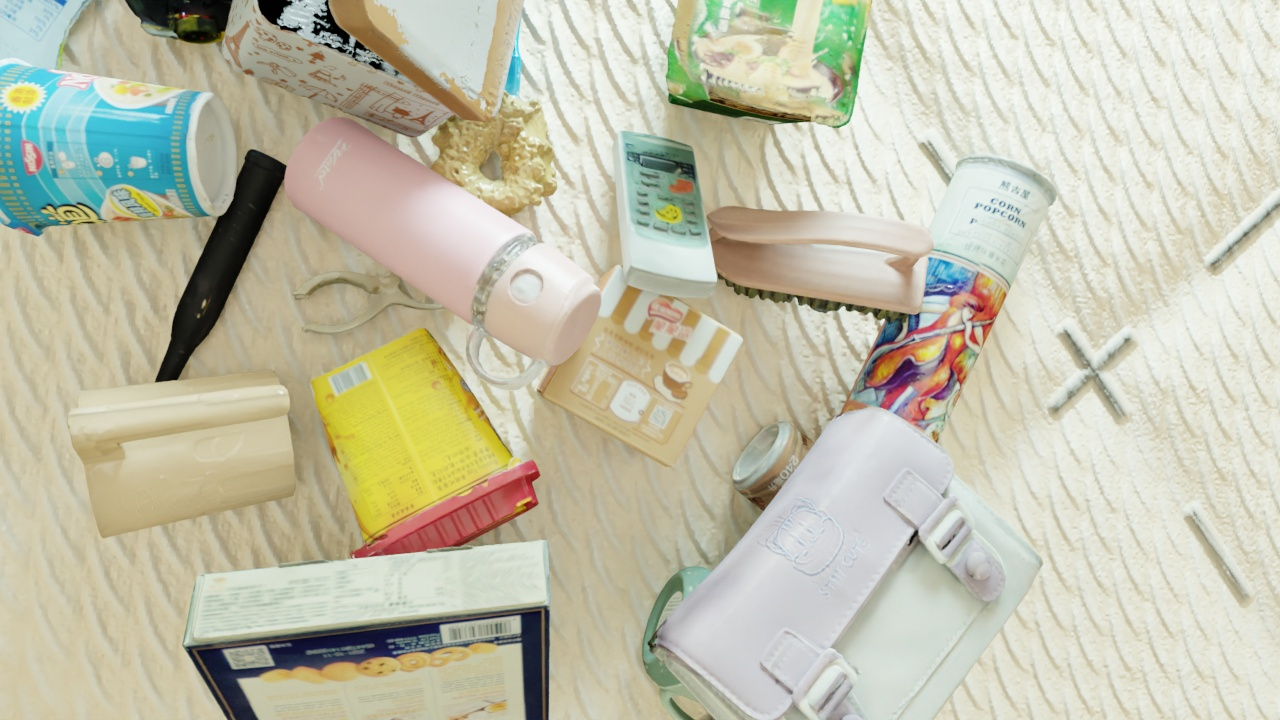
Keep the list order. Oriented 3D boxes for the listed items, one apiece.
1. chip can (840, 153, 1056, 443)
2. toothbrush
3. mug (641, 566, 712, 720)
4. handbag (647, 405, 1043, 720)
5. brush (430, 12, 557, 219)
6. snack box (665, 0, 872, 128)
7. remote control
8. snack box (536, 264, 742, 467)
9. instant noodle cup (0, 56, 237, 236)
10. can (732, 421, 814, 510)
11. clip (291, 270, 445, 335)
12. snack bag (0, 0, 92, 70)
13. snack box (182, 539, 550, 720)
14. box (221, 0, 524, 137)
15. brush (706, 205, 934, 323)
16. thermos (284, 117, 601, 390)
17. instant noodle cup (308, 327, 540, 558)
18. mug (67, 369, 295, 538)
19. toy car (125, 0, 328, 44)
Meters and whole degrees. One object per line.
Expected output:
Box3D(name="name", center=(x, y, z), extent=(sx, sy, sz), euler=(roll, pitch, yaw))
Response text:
Box3D(name="chip can", center=(0.208, -0.031, 0.635), extent=(0.071, 0.071, 0.214), euler=(27, 87, -9))
Box3D(name="toothbrush", center=(-0.276, -0.031, 0.573), extent=(0.026, 0.027, 0.212), euler=(25, 88, -24))
Box3D(name="mug", center=(0.056, 0.202, 0.609), extent=(0.106, 0.082, 0.112), euler=(24, 104, -10))
Box3D(name="handbag", center=(0.120, 0.143, 0.539), extent=(0.145, 0.099, 0.196), euler=(44, 71, 2))
Box3D(name="brush", center=(-0.087, -0.211, 0.600), extent=(0.083, 0.046, 0.254), euler=(5, 86, -6))
Box3D(name="snack box", center=(0.071, -0.204, 0.591), extent=(0.118, 0.105, 0.117), euler=(10, 91, -9))
Box3D(name="remote control", center=(0.014, -0.095, 0.583), extent=(0.056, 0.019, 0.135), euler=(9, 49, -16))
Box3D(name="snack box", center=(-0.004, 0.003, 0.594), extent=(0.093, 0.077, 0.094), euler=(30, 86, -8))
Box3D(name="instant noodle cup", center=(-0.297, -0.119, 0.526), extent=(0.110, 0.099, 0.099), euler=(1, 90, -5))
Box3D(name="can", center=(0.123, 0.097, 0.627), extent=(0.116, 0.058, 0.058), euler=(38, 84, -9))
Box3D(name="clip", center=(-0.168, -0.033, 0.590), extent=(0.103, 0.034, 0.076), euler=(-5, 90, -18))
Box3D(name="snack bag", center=(-0.374, -0.236, 0.546), extent=(0.110, 0.039, 0.191), euler=(29, 83, -3))
Box3D(name="snack box", center=(-0.143, 0.178, 0.533), extent=(0.178, 0.183, 0.045), euler=(-4, 47, -10))
Box3D(name="box", center=(-0.123, -0.234, 0.504), extent=(0.148, 0.158, 0.181), euler=(14, 79, -32))
Box3D(name="brush", center=(0.113, -0.071, 0.601), extent=(0.146, 0.073, 0.063), euler=(10, 67, 10))
Box3D(name="thermos", center=(-0.121, -0.062, 0.543), extent=(0.198, 0.067, 0.087), euler=(34, 84, 13))
Box3D(name="instant noodle cup", center=(-0.134, 0.056, 0.561), extent=(0.116, 0.116, 0.123), euler=(-28, 83, -9))
Box3D(name="mug", center=(-0.255, 0.044, 0.519), extent=(0.103, 0.125, 0.084), euler=(-9, 74, -27))
Box3D(name="toy car", center=(-0.234, -0.233, 0.568), extent=(0.155, 0.041, 0.071), euler=(-10, 92, -15))
